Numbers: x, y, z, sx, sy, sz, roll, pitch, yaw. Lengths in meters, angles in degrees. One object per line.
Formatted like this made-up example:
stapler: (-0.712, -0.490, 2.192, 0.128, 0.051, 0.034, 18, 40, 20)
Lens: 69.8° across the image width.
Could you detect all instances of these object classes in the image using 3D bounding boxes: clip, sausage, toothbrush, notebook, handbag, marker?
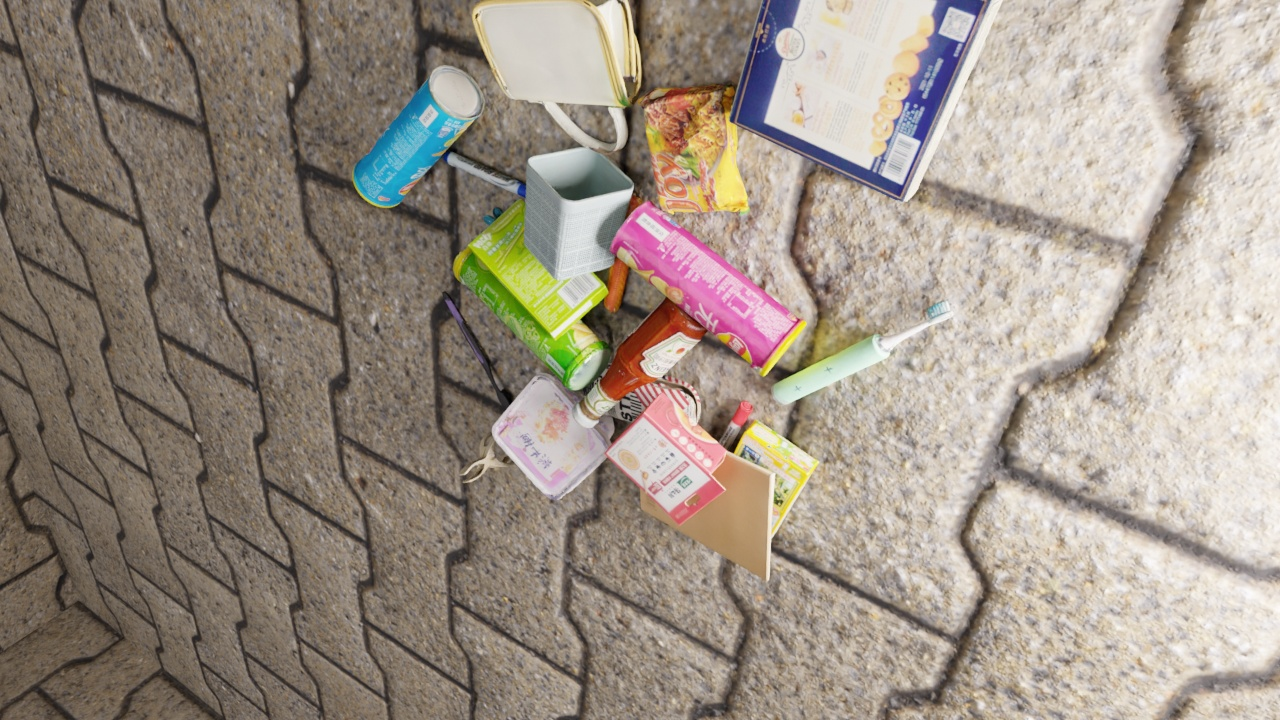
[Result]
clip: (-0.165, -0.162, 1.120, 0.057, 0.049, 0.015, 46, 134, -4)
sausage: (-0.021, -0.118, 1.035, 0.021, 0.021, 0.165, 30, 131, 19)
toothbrush: (0.218, -0.004, 0.922, 0.225, 0.026, 0.027, -31, 74, 45)
notebook: (0.073, 0.160, 1.109, 0.212, 0.012, 0.150, 23, 126, 40)
handbag: (-0.073, -0.298, 0.944, 0.163, 0.063, 0.179, 13, 139, 31)
toothbrush: (-0.223, -0.013, 1.267, 0.014, 0.016, 0.189, -24, 98, 32)
marker: (0.099, 0.101, 1.087, 0.017, 0.017, 0.146, 36, 133, 14)
clip: (-0.217, 0.127, 1.300, 0.035, 0.102, 0.094, -10, 86, 42)
marker: (-0.177, -0.219, 1.093, 0.146, 0.016, 0.017, 27, 130, 22)

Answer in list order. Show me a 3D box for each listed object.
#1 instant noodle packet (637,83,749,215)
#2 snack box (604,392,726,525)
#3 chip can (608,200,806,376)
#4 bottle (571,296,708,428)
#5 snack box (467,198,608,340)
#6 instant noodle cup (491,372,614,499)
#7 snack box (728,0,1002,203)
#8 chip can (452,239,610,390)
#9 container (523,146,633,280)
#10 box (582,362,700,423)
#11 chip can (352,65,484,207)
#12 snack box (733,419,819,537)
instant noodle packet: (0.052, -0.205, 0.909, 0.111, 0.044, 0.128, 10, 123, 38)
snack box: (0.036, 0.116, 1.068, 0.127, 0.044, 0.113, 43, 139, 1)
chip can: (0.069, -0.076, 0.955, 0.210, 0.071, 0.072, 40, 134, 9)
bottle: (-0.006, 0.006, 1.044, 0.060, 0.059, 0.207, 47, 120, 3)
snack box: (-0.119, -0.106, 1.063, 0.156, 0.085, 0.026, 46, 175, 16)
instant noodle cup: (-0.106, 0.092, 1.208, 0.138, 0.060, 0.174, 47, 136, 3)
snack box: (0.182, -0.252, 0.776, 0.182, 0.045, 0.178, 31, 132, 18)
chip can: (-0.129, -0.057, 1.103, 0.221, 0.072, 0.073, 44, 135, 17)
container: (-0.071, -0.155, 0.992, 0.090, 0.090, 0.112, 48, 142, 33)
box: (-0.004, 0.047, 1.103, 0.164, 0.059, 0.072, 12, 102, 34)
chip can: (-0.269, -0.263, 1.098, 0.211, 0.071, 0.071, -30, 97, 44)
snack box: (0.140, 0.145, 1.072, 0.087, 0.033, 0.141, 34, 134, 16)
